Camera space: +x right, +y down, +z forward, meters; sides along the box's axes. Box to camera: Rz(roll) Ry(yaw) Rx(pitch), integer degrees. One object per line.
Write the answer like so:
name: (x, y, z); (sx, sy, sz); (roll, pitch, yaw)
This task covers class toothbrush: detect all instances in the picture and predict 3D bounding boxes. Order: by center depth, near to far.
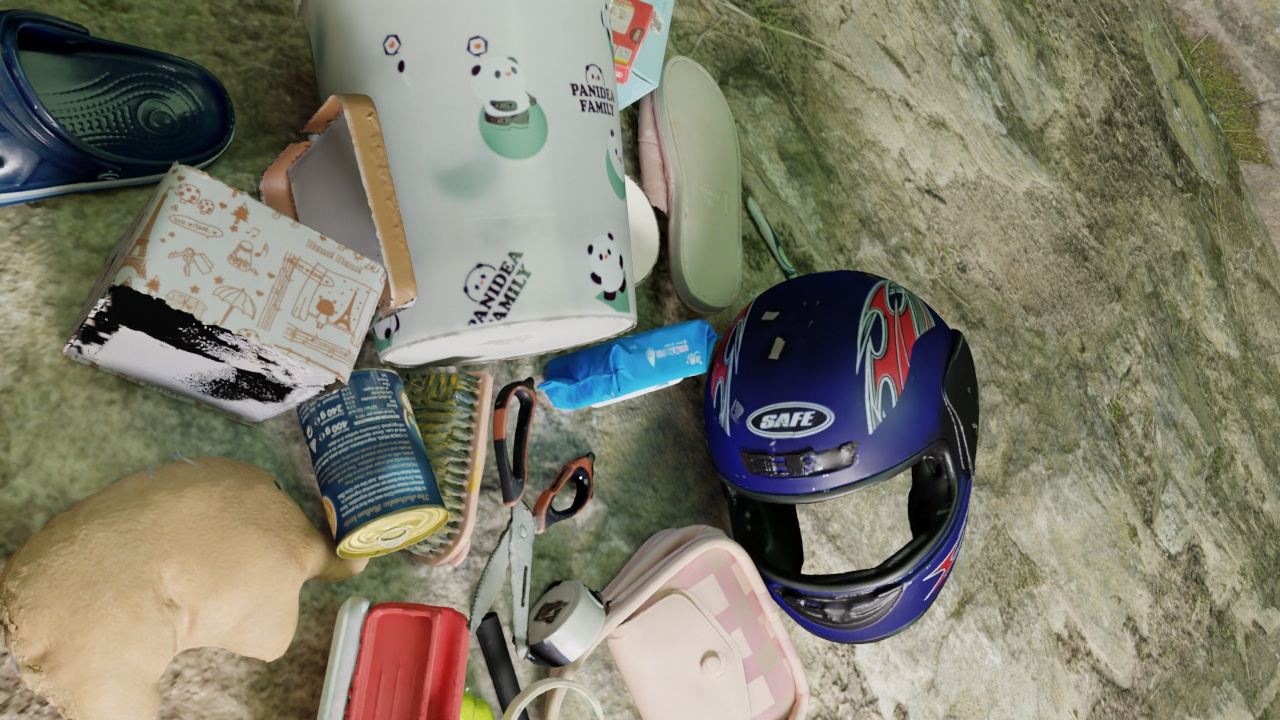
toothbrush: (0.170, -0.101, 1.025); (0.016, 0.018, 0.191); (-44, 108, -38)

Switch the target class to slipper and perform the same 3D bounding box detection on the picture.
slipper: (-0.362, -0.150, 0.540); (0.252, 0.095, 0.105); (-9, 82, -45)
slipper: (0.049, -0.175, 0.918); (0.114, 0.055, 0.274); (6, 72, -39)

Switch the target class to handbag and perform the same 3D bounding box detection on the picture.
handbag: (0.017, 0.270, 0.772); (0.233, 0.094, 0.193); (-29, 99, -30)

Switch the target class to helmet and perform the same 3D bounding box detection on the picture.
helmet: (0.171, 0.061, 0.824); (0.240, 0.248, 0.314); (55, 37, -38)

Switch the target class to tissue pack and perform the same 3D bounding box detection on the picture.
tissue pack: (-0.005, 0.005, 0.801); (0.156, 0.095, 0.052); (-16, 91, -43)

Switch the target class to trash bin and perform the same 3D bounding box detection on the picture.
trash bin: (-0.110, -0.134, 0.658); (0.229, 0.230, 0.252); (-6, 84, -41)

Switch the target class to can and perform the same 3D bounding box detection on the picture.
can: (-0.184, 0.068, 0.624); (0.075, 0.076, 0.111); (-5, 62, -41)

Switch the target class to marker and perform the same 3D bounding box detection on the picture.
marker: (-0.101, 0.258, 0.704); (0.022, 0.020, 0.132); (-18, 92, -47)

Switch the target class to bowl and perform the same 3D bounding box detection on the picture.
bowl: (-0.047, -0.110, 0.812); (0.116, 0.066, 0.116); (12, 71, -37)

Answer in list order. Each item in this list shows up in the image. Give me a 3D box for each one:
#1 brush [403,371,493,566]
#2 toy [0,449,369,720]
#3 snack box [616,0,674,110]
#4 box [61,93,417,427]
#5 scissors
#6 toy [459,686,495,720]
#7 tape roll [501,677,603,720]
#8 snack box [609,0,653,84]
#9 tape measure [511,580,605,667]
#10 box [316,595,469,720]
brush: (-0.145, 0.081, 0.688); (0.073, 0.063, 0.145); (36, 54, -64)
toy: (-0.263, 0.124, 0.567); (0.225, 0.083, 0.143); (-24, 101, -46)
snack box: (-0.011, -0.330, 0.893); (0.051, 0.074, 0.174); (25, 64, -34)
box: (-0.229, -0.072, 0.572); (0.154, 0.183, 0.184); (27, 63, -33)
scissors: (-0.087, 0.114, 0.718); (0.225, 0.015, 0.189); (-28, 99, -60)
toy: (-0.130, 0.288, 0.664); (0.096, 0.031, 0.100); (20, 71, -35)
tape roll: (-0.066, 0.282, 0.685); (0.085, 0.014, 0.085); (3, 85, -33)
snack box: (-0.071, -0.304, 0.814); (0.153, 0.025, 0.075); (19, 67, 0)
tape measure: (-0.061, 0.205, 0.720); (0.033, 0.066, 0.065); (49, 53, -18)
box: (-0.174, 0.256, 0.586); (0.095, 0.101, 0.201); (4, 72, 6)
